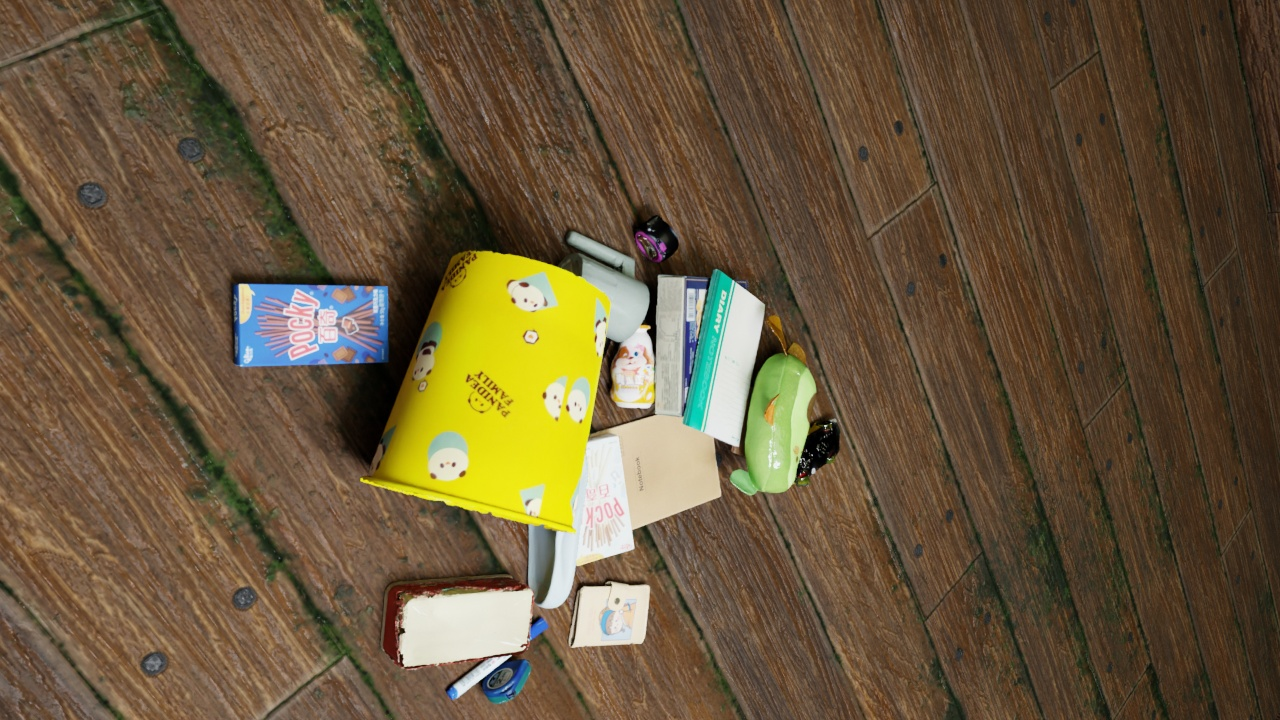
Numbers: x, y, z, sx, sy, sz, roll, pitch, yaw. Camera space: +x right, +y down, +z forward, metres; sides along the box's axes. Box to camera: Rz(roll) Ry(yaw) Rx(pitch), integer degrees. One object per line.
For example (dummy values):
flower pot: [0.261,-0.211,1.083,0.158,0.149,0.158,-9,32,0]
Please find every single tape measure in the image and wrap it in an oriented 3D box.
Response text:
tape measure: [0.020,-0.158,1.210,0.039,0.057,0.058,-42,101,-21]
tape measure: [-0.164,0.392,1.118,0.025,0.055,0.058,64,28,-17]

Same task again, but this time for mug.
mug: [-0.054,-0.096,1.157,0.103,0.084,0.123,22,53,-33]

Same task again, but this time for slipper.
slipper: [-0.120,0.182,1.110,0.074,0.104,0.245,0,101,-30]

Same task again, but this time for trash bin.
trash bin: [-0.149,0.035,0.982,0.229,0.230,0.255,23,75,-35]

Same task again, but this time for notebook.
notebook: [0.024,0.148,1.264,0.207,0.008,0.148,-14,101,-34]
notebook: [0.114,0.000,1.232,0.150,0.012,0.209,26,73,-54]

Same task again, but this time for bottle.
bottle: [-0.007,0.007,1.199,0.063,0.063,0.108,1,92,-36]

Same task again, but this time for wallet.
wallet: [-0.039,0.337,1.225,0.115,0.024,0.087,10,93,-34]
wallet: [0.178,0.099,1.349,0.115,0.020,0.101,26,78,-48]

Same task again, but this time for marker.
marker: [-0.175,0.367,1.132,0.145,0.017,0.017,-32,111,-30]

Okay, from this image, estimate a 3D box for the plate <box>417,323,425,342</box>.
plate: [-0.188,0.002,1.094,0.179,0.024,0.179,-4,97,-36]

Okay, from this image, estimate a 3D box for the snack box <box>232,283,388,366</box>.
snack box: [-0.347,-0.038,0.974,0.156,0.026,0.084,-2,95,-36]

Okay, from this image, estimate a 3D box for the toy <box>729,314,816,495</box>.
toy: [0.194,0.072,1.274,0.227,0.090,0.246,41,58,-66]

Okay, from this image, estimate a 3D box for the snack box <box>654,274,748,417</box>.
snack box: [0.085,-0.022,1.238,0.182,0.046,0.178,-4,96,-57]

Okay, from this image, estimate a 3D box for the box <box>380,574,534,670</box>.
box: [-0.207,0.301,1.067,0.168,0.077,0.091,5,91,-36]

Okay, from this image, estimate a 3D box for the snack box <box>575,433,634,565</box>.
snack box: [-0.060,0.179,1.187,0.084,0.027,0.157,-12,99,-25]

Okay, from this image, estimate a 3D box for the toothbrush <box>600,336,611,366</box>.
toothbrush: [-0.052,-0.002,1.195,0.014,0.016,0.189,34,73,-37]

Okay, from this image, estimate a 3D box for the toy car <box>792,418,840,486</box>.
toy car: [0.260,0.140,1.410,0.155,0.041,0.071,-25,110,-44]
